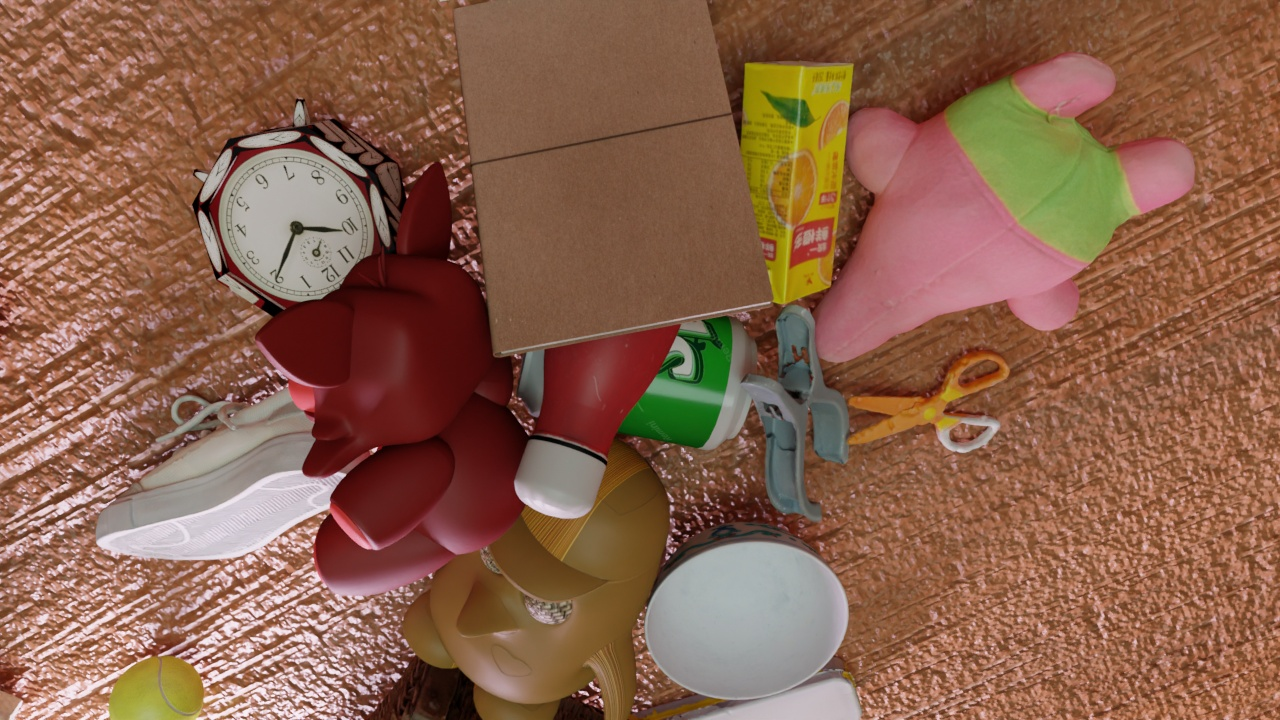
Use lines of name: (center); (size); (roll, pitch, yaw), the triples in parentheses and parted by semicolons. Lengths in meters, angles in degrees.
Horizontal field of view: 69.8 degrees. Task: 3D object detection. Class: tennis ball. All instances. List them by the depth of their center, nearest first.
tennis ball: (-0.371, 0.261, 0.705); (0.065, 0.065, 0.065); (-1, 116, -2)

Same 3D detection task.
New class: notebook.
notebook: (-0.021, -0.113, 0.487); (0.141, 0.008, 0.209); (-11, 72, 2)

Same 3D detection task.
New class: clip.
clip: (0.093, 0.058, 0.583); (0.028, 0.127, 0.167); (11, 149, 31)

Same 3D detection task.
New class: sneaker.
sneaker: (-0.271, 0.069, 0.616); (0.243, 0.090, 0.089); (-23, 147, 28)

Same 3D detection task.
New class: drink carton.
drink carton: (0.087, -0.105, 0.539); (0.043, 0.058, 0.135); (18, 117, 38)

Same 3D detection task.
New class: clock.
clock: (-0.183, -0.068, 0.548); (0.115, 0.065, 0.155); (-30, 107, 11)

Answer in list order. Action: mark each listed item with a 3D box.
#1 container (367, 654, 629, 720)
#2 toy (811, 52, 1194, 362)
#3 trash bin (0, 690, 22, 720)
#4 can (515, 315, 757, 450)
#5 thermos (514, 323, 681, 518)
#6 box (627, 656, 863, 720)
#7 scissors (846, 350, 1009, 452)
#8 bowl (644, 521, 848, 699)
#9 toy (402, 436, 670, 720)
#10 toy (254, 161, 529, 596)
container: (-0.117, 0.338, 0.695); (0.250, 0.162, 0.183); (30, 103, -6)
toy: (0.193, -0.076, 0.555); (0.192, 0.096, 0.237); (41, 123, -11)
trash bin: (-0.568, 0.279, 0.675); (0.161, 0.133, 0.133); (26, 112, -20)
can: (-0.003, 0.003, 0.583); (0.140, 0.087, 0.088); (12, 115, -9)
thermos: (-0.012, -0.030, 0.504); (0.073, 0.073, 0.239); (22, 74, -13)
box: (0.080, 0.301, 0.770); (0.209, 0.033, 0.064); (-18, 116, 7)
scissors: (0.200, 0.043, 0.646); (0.133, 0.012, 0.097); (-22, 118, -3)
bowl: (0.073, 0.169, 0.676); (0.144, 0.074, 0.144); (-1, 117, -2)
toy: (-0.059, 0.138, 0.602); (0.198, 0.162, 0.204); (40, 122, 12)
toy: (-0.127, 0.018, 0.491); (0.121, 0.157, 0.197); (9, 132, 22)
